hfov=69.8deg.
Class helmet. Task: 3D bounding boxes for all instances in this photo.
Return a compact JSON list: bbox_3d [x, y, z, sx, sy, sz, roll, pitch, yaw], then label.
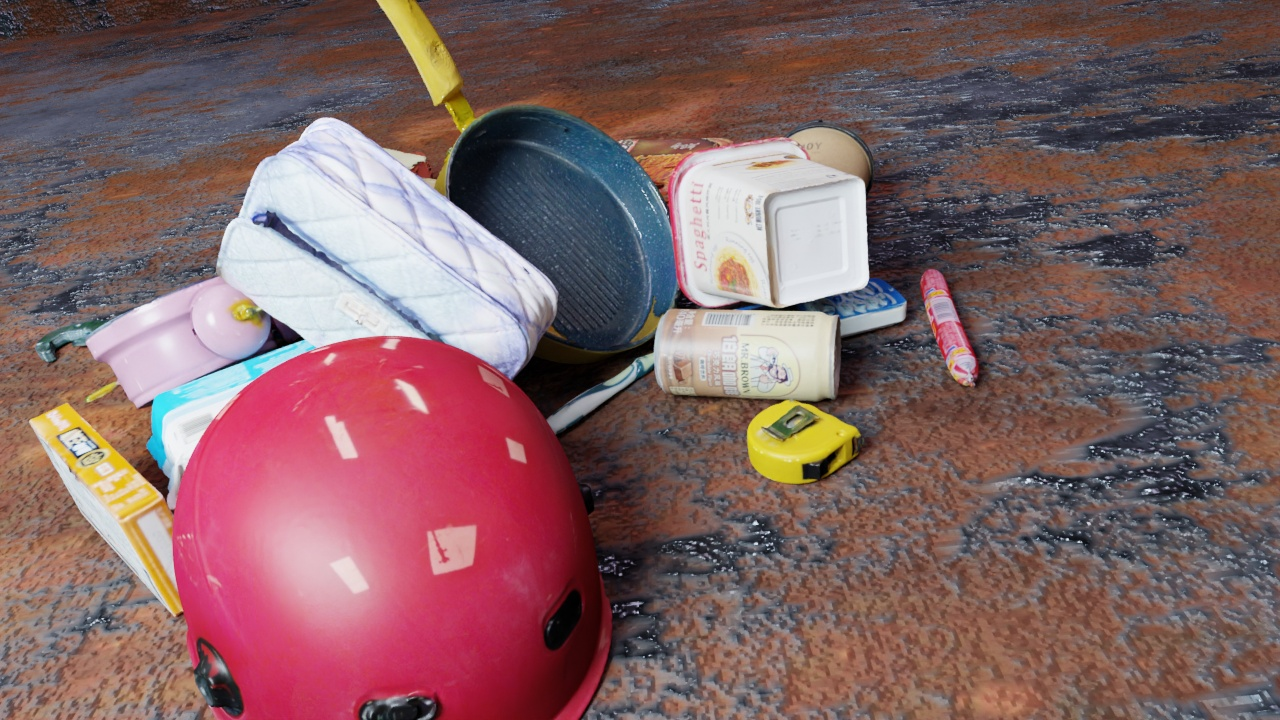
[{"bbox_3d":[-0.123,0.075,0.446,0.206,0.144,0.240,-23,36,-27],"label":"helmet"}]

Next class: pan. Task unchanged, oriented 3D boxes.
[{"bbox_3d":[-0.102,-0.153,0.640,0.078,0.357,0.197,-33,17,46],"label":"pan"}]

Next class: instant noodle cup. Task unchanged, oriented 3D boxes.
[{"bbox_3d":[-0.009,-0.149,0.839,0.189,0.079,0.164,2,33,18],"label":"instant noodle cup"},{"bbox_3d":[0.092,-0.091,0.642,0.116,0.116,0.124,-13,20,-18],"label":"instant noodle cup"}]

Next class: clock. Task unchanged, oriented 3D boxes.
[{"bbox_3d":[-0.300,-0.021,0.644,0.159,0.060,0.117,-26,6,9],"label":"clock"}]

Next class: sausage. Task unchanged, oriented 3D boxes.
[{"bbox_3d":[0.214,-0.026,0.643,0.020,0.020,0.155,-3,32,9],"label":"sausage"}]

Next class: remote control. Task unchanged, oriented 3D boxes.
[{"bbox_3d":[0.128,-0.030,0.666,0.125,0.024,0.049,-12,31,-9],"label":"remote control"}]

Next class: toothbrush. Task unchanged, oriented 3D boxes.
[{"bbox_3d":[-0.004,0.004,0.648,0.016,0.018,0.191,20,40,38],"label":"toothbrush"}]

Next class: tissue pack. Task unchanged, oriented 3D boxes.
[{"bbox_3d":[-0.243,0.043,0.596,0.139,0.063,0.090,-25,37,-24],"label":"tissue pack"}]

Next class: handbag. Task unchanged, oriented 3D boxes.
[{"bbox_3d":[-0.157,-0.044,0.564,0.194,0.135,0.075,37,43,-6],"label":"handbag"}]

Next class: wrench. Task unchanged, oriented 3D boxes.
[{"bbox_3d":[-0.396,-0.006,0.757,0.274,0.016,0.056,7,38,24],"label":"wrench"}]

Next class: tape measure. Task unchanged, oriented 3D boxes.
[{"bbox_3d":[0.092,0.046,0.546,0.057,0.029,0.060,-28,36,-28],"label":"tape measure"}]

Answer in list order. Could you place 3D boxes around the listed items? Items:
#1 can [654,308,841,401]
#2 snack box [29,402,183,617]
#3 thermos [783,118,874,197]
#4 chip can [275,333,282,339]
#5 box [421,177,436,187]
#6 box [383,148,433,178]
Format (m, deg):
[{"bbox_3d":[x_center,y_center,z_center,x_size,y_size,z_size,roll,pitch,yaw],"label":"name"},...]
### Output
[{"bbox_3d":[0.071,-0.004,0.603,0.116,0.059,0.058,2,33,16],"label":"can"},{"bbox_3d":[-0.304,0.083,0.533,0.154,0.075,0.026,21,43,39],"label":"snack box"},{"bbox_3d":[0.148,-0.137,0.780,0.093,0.093,0.142,3,40,17],"label":"thermos"},{"bbox_3d":[-0.220,-0.064,0.706,0.211,0.071,0.071,-8,28,32],"label":"chip can"},{"bbox_3d":[-0.163,-0.108,0.801,0.184,0.090,0.059,10,37,31],"label":"box"},{"bbox_3d":[-0.302,-0.197,0.989,0.168,0.076,0.091,17,40,34],"label":"box"}]
